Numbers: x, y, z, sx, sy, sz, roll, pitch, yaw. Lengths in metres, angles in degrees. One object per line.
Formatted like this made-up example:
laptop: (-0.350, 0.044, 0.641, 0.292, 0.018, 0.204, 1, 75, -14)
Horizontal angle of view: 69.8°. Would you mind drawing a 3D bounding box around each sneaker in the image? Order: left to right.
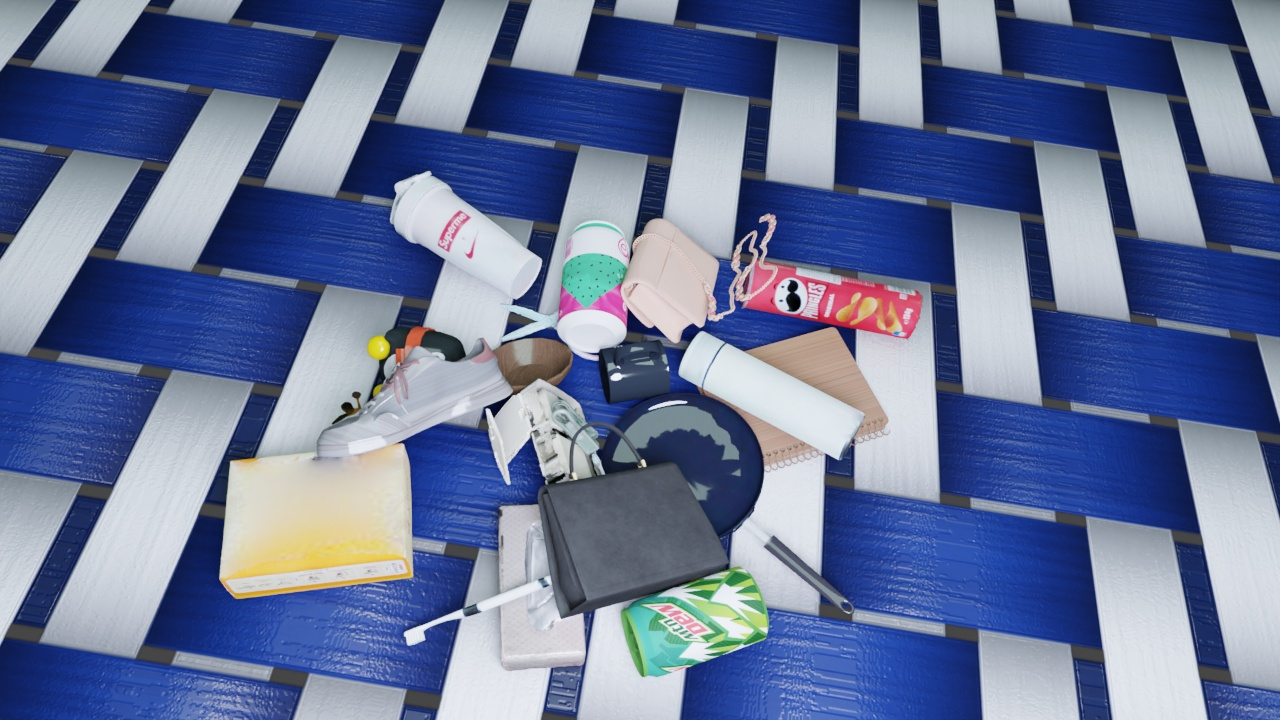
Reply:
sneaker: (-0.261, 0.035, 1.034, 0.235, 0.099, 0.089, -23, 98, -35)

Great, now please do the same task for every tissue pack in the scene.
tissue pack: (-0.107, 0.243, 1.018, 0.104, 0.071, 0.181, -2, 54, -5)

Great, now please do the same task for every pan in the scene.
pan: (0.106, 0.176, 1.082, 0.356, 0.021, 0.198, 39, 71, 23)

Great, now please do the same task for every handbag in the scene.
handbag: (-0.025, 0.157, 1.001, 0.175, 0.072, 0.195, -7, 65, -32)
handbag: (0.076, -0.144, 1.188, 0.116, 0.188, 0.198, 41, 38, -19)

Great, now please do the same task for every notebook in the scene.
notebook: (0.195, 0.052, 1.186, 0.210, 0.022, 0.169, -15, 60, -14)

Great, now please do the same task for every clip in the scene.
clip: (-0.077, 0.077, 1.071, 0.023, 0.076, 0.047, -32, 33, 15)

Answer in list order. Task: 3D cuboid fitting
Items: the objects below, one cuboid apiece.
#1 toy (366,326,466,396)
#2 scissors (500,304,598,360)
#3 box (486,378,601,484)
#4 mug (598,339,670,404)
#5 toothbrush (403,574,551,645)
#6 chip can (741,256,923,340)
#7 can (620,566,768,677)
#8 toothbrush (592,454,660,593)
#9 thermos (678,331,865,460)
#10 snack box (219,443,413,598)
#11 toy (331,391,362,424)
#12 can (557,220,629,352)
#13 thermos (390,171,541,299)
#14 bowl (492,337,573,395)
toy: (-0.263, 0.004, 1.133, 0.119, 0.099, 0.097, -3, 102, 7)
scissors: (-0.102, -0.043, 1.229, 0.172, 0.014, 0.158, -22, 62, -18)
box: (-0.143, 0.098, 1.063, 0.101, 0.194, 0.143, -33, 53, 16)
mug: (-0.007, 0.007, 1.149, 0.077, 0.105, 0.071, -9, 64, -10)
toothbrush: (-0.170, 0.267, 0.983, 0.187, 0.012, 0.017, -23, 69, 8)
chip can: (0.258, -0.084, 1.249, 0.233, 0.073, 0.073, 11, 57, 2)
can: (0.058, 0.283, 0.992, 0.144, 0.083, 0.083, -15, 60, -14)
toothbrush: (-0.012, 0.190, 1.058, 0.022, 0.024, 0.185, -28, 76, 1)
thermos: (0.160, 0.042, 1.137, 0.230, 0.068, 0.067, 28, 60, 14)
snack box: (-0.359, 0.174, 1.029, 0.195, 0.081, 0.145, -5, 57, -8)
toy: (-0.330, 0.075, 1.084, 0.076, 0.100, 0.062, 16, 51, 7)
can: (-0.060, -0.097, 1.204, 0.088, 0.088, 0.165, 4, 57, -2)
thermos: (-0.241, -0.173, 1.254, 0.220, 0.099, 0.099, 33, 61, 11)
bowl: (-0.142, 0.013, 1.164, 0.118, 0.030, 0.117, -4, 32, 2)
